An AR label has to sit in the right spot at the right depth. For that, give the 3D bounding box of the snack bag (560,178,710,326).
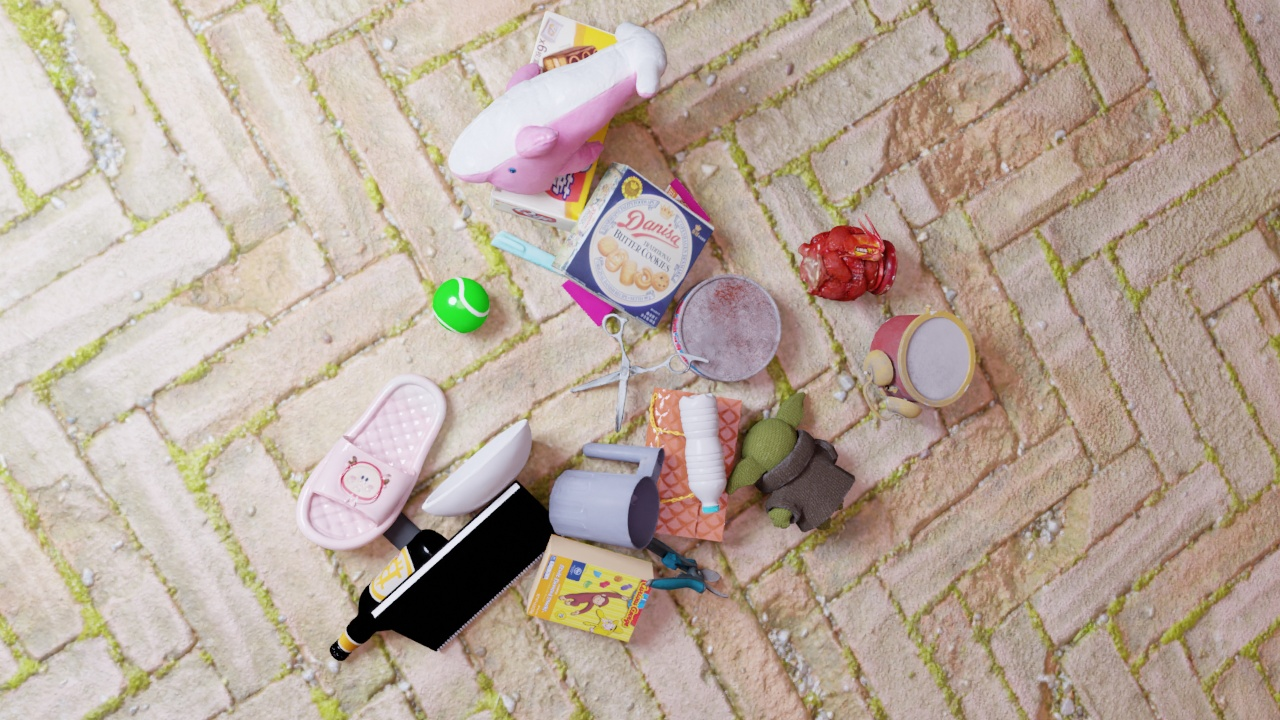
[{"bbox_3d":[-0.003,-0.132,1.119,0.196,0.016,0.070,-44,107,-9],"label":"snack bag"}]

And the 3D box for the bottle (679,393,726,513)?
[{"bbox_3d":[0.074,0.107,1.062,0.044,0.044,0.136,-6,88,-10],"label":"bottle"}]

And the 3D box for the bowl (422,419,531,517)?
[{"bbox_3d":[-0.172,0.129,1.024,0.149,0.149,0.043,-40,97,-8],"label":"bowl"}]

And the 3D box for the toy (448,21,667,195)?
[{"bbox_3d":[-0.080,-0.256,1.000,0.266,0.186,0.128,-30,134,12],"label":"toy"}]

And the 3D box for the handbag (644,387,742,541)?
[{"bbox_3d":[0.056,0.125,1.113,0.109,0.060,0.172,9,88,-6],"label":"handbag"}]

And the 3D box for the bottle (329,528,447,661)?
[{"bbox_3d":[-0.287,0.274,1.044,0.059,0.059,0.182,43,97,-7],"label":"bottle"}]

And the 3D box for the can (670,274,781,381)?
[{"bbox_3d":[0.104,-0.039,1.128,0.130,0.044,0.130,0,89,-10],"label":"can"}]

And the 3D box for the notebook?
[{"bbox_3d":[-0.186,0.236,1.035,0.206,0.149,0.016,-42,57,-8],"label":"notebook"}]

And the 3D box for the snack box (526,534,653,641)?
[{"bbox_3d":[-0.059,0.269,1.082,0.126,0.040,0.088,18,110,-9],"label":"snack box"}]

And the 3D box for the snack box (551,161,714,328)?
[{"bbox_3d":[-0.008,-0.133,1.076,0.144,0.042,0.145,30,92,-32],"label":"snack box"}]

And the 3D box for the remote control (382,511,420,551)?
[{"bbox_3d":[-0.290,0.191,1.070,0.147,0.015,0.033,45,82,-7],"label":"remote control"}]

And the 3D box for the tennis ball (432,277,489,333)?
[{"bbox_3d":[-0.208,-0.064,1.062,0.065,0.065,0.065,0,89,-10],"label":"tennis ball"}]

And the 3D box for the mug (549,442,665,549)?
[{"bbox_3d":[-0.036,0.153,1.067,0.104,0.084,0.123,3,59,26],"label":"mug"}]

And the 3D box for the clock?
[{"bbox_3d":[0.335,0.008,1.149,0.158,0.081,0.117,-43,107,-17],"label":"clock"}]

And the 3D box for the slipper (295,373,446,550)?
[{"bbox_3d":[-0.297,0.114,1.040,0.107,0.056,0.221,35,72,-12],"label":"slipper"}]

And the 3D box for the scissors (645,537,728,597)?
[{"bbox_3d":[0.043,0.251,1.087,0.155,0.124,0.019,39,111,-2],"label":"scissors"}]

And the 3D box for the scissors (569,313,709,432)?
[{"bbox_3d":[-0.005,0.009,1.100,0.175,0.014,0.141,-13,87,10],"label":"scissors"}]

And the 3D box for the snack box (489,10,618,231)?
[{"bbox_3d":[-0.094,-0.280,1.087,0.110,0.062,0.230,17,86,-10],"label":"snack box"}]

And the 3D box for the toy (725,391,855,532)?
[{"bbox_3d":[0.188,0.138,1.123,0.153,0.078,0.178,44,58,-3],"label":"toy"}]

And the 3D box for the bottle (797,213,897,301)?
[{"bbox_3d":[0.255,-0.123,1.131,0.111,0.099,0.099,3,89,-15],"label":"bottle"}]

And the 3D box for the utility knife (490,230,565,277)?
[{"bbox_3d":[-0.101,-0.114,1.108,0.165,0.015,0.022,25,90,-11],"label":"utility knife"}]
